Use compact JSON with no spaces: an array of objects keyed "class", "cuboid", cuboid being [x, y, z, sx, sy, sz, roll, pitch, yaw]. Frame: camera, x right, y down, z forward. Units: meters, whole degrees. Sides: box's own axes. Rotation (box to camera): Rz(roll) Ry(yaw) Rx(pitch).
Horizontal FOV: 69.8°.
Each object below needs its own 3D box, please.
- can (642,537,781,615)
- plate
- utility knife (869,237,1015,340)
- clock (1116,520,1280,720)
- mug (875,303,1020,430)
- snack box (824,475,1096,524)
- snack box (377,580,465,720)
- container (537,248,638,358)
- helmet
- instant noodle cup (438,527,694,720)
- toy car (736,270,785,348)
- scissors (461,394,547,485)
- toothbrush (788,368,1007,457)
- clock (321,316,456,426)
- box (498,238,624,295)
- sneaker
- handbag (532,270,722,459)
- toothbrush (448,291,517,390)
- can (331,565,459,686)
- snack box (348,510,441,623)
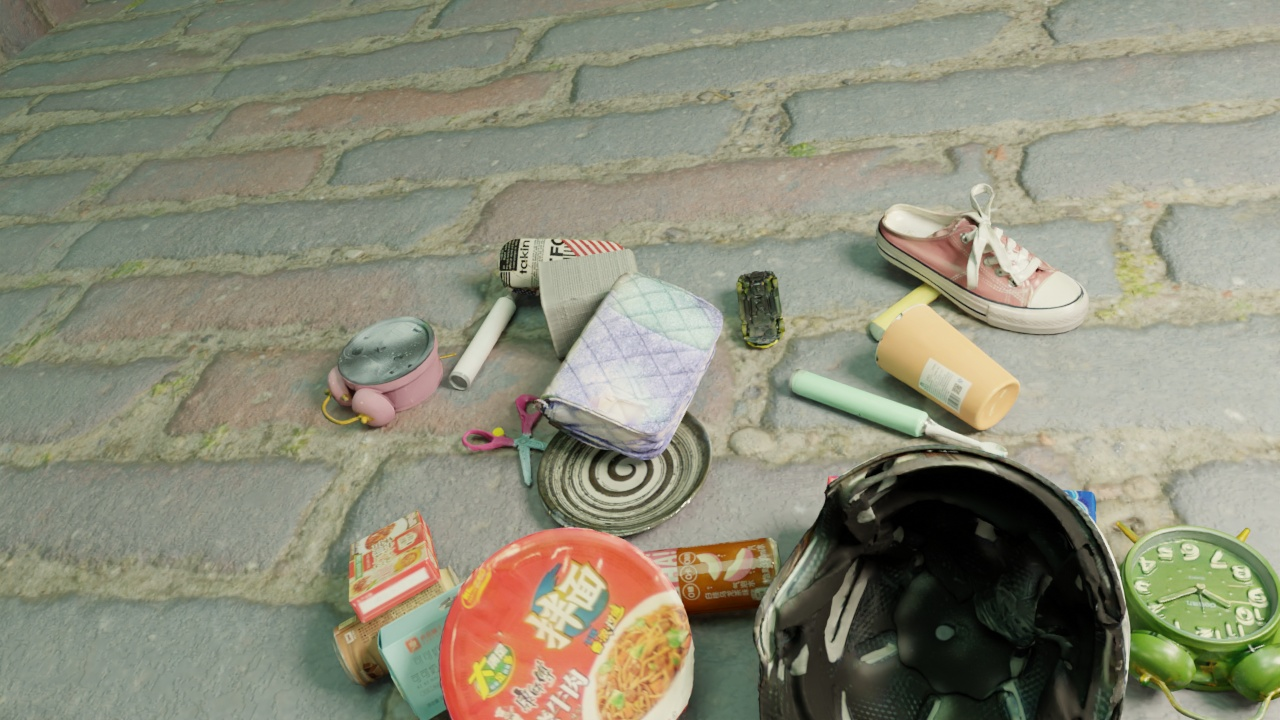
[{"class":"can","cuboid":[0.047,0.188,0.786,0.147,0.058,0.057,-9,42,9]},{"class":"plate","cuboid":[-0.016,0.108,0.918,0.179,0.024,0.179,-8,41,7]},{"class":"utility knife","cuboid":[0.335,-0.086,1.020,0.220,0.022,0.031,-37,50,-13]},{"class":"clock","cuboid":[0.409,0.191,0.671,0.116,0.056,0.160,-1,44,18]},{"class":"mug","cuboid":[0.299,0.009,0.890,0.078,0.078,0.123,-31,48,-16]},{"class":"snack box","cuboid":[0.254,0.134,0.739,0.208,0.057,0.058,1,49,20]},{"class":"snack box","cuboid":[-0.128,0.224,0.780,0.174,0.074,0.052,-28,13,-13]},{"class":"container","cuboid":[-0.054,-0.070,1.073,0.114,0.090,0.090,-12,42,0]},{"class":"helmet","cuboid":[0.211,0.192,0.635,0.230,0.274,0.156,18,7,31]},{"class":"instant noodle cup","cuboid":[-0.058,0.230,0.721,0.194,0.066,0.193,1,78,-6]},{"class":"toy car","cuboid":[0.136,-0.056,1.041,0.048,0.032,0.105,-8,54,8]},{"class":"scissors","cuboid":[-0.125,0.081,0.988,0.133,0.017,0.129,11,45,21]},{"class":"toothbrush","cuboid":[0.245,0.052,0.893,0.225,0.027,0.026,21,67,34]},{"class":"clock","cuboid":[-0.304,0.018,1.078,0.117,0.060,0.158,27,56,36]},{"class":"box","cuboid":[-0.094,-0.108,1.153,0.163,0.083,0.075,0,80,1]},{"class":"sneaker","cuboid":[0.361,-0.113,0.974,0.241,0.088,0.118,34,62,28]},{"class":"handbag","cuboid":[-0.006,0.006,0.941,0.134,0.076,0.193,24,53,10]},{"class":"toothbrush","cuboid":[-0.177,-0.050,1.135,0.027,0.026,0.220,-18,34,38]},{"class":"can","cuboid":[-0.209,0.235,0.815,0.116,0.058,0.058,-28,43,-13]},{"class":"snack box","cuboid":[-0.229,0.186,0.848,0.075,0.025,0.153,-28,14,-12]}]
